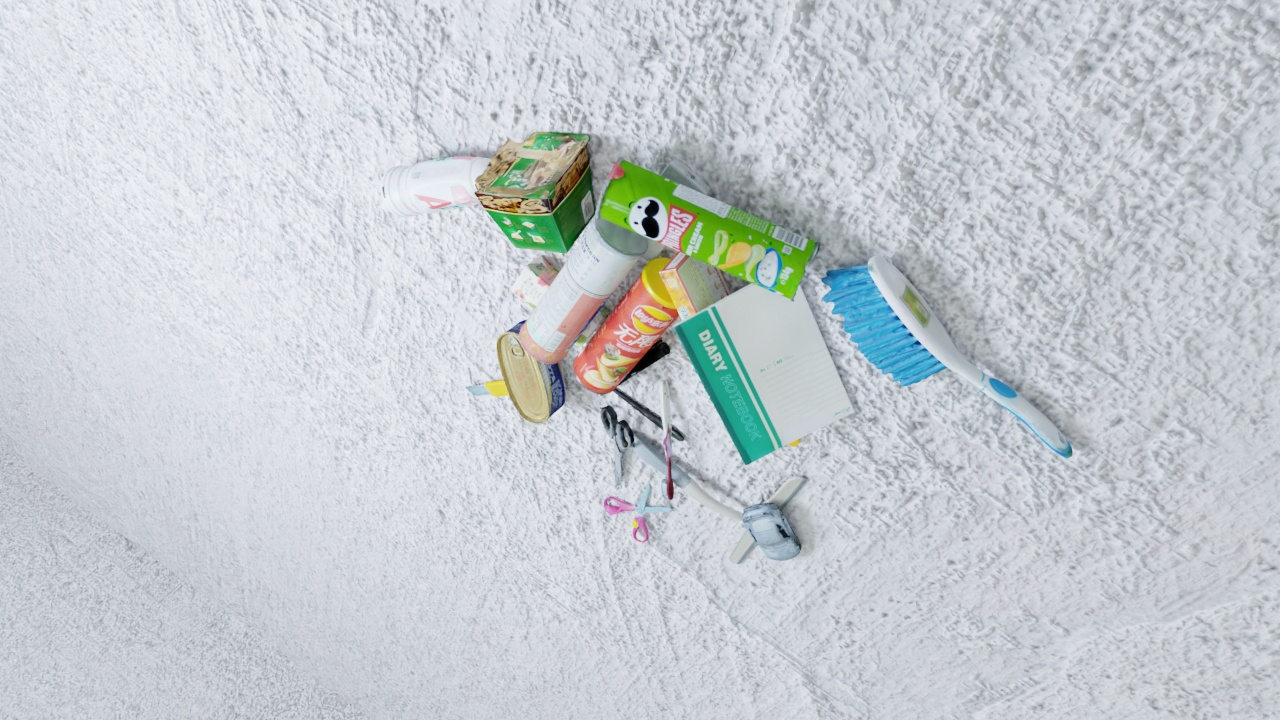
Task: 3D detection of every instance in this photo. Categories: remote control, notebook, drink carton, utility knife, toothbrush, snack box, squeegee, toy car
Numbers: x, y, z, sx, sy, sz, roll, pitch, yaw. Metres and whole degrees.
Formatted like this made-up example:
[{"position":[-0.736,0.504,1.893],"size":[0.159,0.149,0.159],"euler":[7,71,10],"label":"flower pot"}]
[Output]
[{"position":[0.025,-0.171,1.060],"size":[0.056,0.019,0.135],"euler":[40,138,-2],"label":"remote control"},{"position":[0.147,0.010,1.070],"size":[0.150,0.012,0.209],"euler":[-27,114,3],"label":"notebook"},{"position":[-0.105,-0.079,1.212],"size":[0.122,0.045,0.054],"euler":[38,129,-1],"label":"drink carton"},{"position":[-0.195,0.037,1.396],"size":[0.198,0.015,0.033],"euler":[-7,113,36],"label":"utility knife"},{"position":[0.034,0.112,1.274],"size":[0.017,0.016,0.188],"euler":[16,120,38],"label":"toothbrush"},{"position":[-0.113,-0.192,1.083],"size":[0.118,0.118,0.106],"euler":[10,143,29],"label":"snack box"},{"position":[0.078,0.178,1.311],"size":[0.246,0.039,0.247],"euler":[33,138,7],"label":"squeegee"},{"position":[-0.014,0.061,1.292],"size":[0.181,0.018,0.016],"euler":[35,135,3],"label":"toothbrush"},{"position":[0.183,0.242,1.277],"size":[0.054,0.036,0.121],"euler":[-18,130,21],"label":"toy car"},{"position":[0.080,-0.059,1.075],"size":[0.027,0.076,0.156],"euler":[-6,121,39],"label":"snack box"}]

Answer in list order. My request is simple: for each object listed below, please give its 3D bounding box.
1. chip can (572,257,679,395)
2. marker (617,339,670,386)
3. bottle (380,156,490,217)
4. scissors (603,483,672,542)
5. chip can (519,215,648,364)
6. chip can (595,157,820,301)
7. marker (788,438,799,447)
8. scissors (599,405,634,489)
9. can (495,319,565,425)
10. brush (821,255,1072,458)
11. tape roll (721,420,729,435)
[{"position":[-0.012,-0.039,1.156],"size":[0.073,0.073,0.217],"euler":[41,136,-2],"label":"chip can"},{"position":[-0.007,0.007,1.237],"size":[0.132,0.020,0.022],"euler":[-33,87,46],"label":"marker"},{"position":[-0.241,-0.225,1.168],"size":[0.197,0.068,0.068],"euler":[-1,125,32],"label":"bottle"},{"position":[-0.008,0.232,1.437],"size":[0.124,0.017,0.134],"euler":[29,133,16],"label":"scissors"},{"position":[-0.074,-0.084,1.114],"size":[0.071,0.071,0.215],"euler":[40,130,-1],"label":"chip can"},{"position":[0.072,-0.142,0.990],"size":[0.236,0.072,0.072],"euler":[24,137,4],"label":"chip can"},{"position":[0.188,0.056,1.148],"size":[0.018,0.015,0.124],"euler":[8,127,28],"label":"marker"},{"position":[-0.029,0.141,1.356],"size":[0.141,0.014,0.174],"euler":[8,123,58],"label":"scissors"},{"position":[-0.155,0.017,1.312],"size":[0.075,0.049,0.148],"euler":[0,117,32],"label":"can"},{"position":[0.328,0.008,0.982],"size":[0.314,0.060,0.110],"euler":[48,134,-13],"label":"brush"},{"position":[0.147,0.083,1.198],"size":[0.086,0.013,0.086],"euler":[19,134,20],"label":"tape roll"}]
